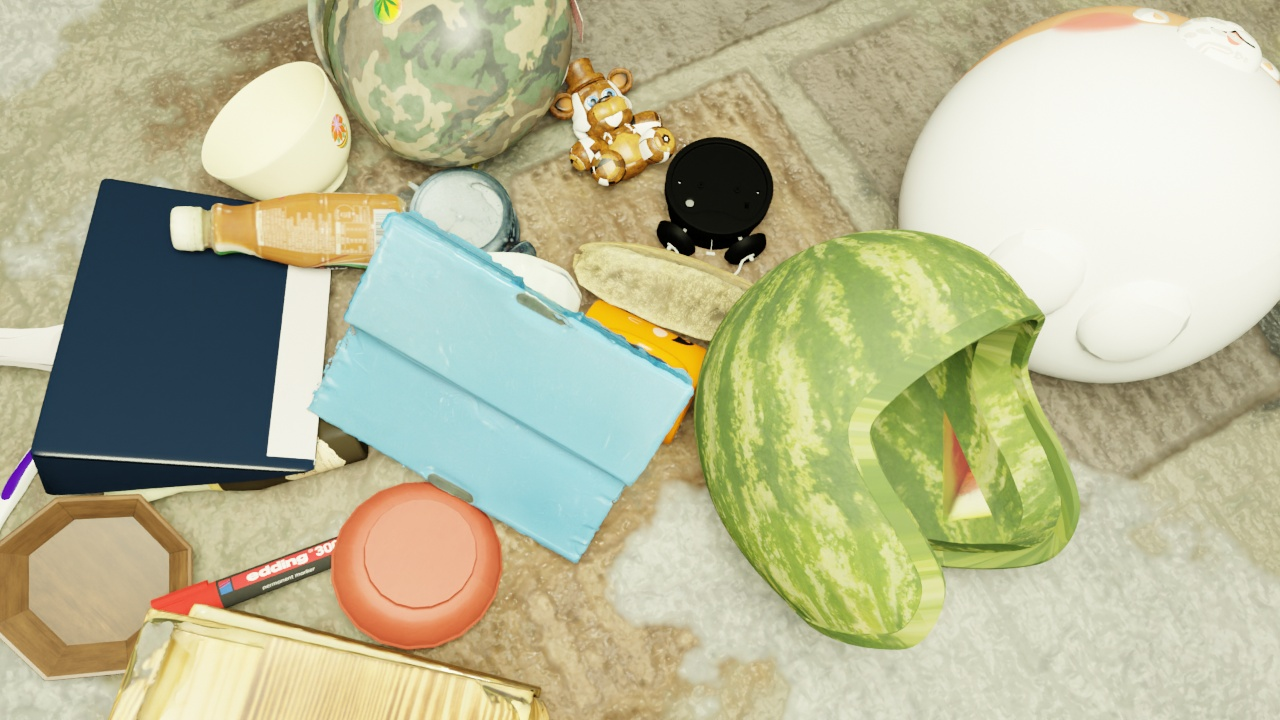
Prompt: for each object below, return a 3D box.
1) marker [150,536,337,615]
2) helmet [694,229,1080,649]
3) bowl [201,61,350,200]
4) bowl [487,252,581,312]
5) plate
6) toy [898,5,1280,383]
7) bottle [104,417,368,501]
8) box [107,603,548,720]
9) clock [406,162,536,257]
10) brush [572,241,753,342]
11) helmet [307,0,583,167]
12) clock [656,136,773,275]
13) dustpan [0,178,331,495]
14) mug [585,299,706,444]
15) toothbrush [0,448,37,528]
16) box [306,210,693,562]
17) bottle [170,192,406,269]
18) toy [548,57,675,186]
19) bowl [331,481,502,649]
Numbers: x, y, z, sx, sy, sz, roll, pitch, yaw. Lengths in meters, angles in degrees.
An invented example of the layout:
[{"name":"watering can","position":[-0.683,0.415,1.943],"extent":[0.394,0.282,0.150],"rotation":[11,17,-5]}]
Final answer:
[{"name":"marker","position":[-0.267,0.153,0.653],"extent":[0.144,0.021,0.023],"rotation":[-19,96,-20]},{"name":"helmet","position":[0.148,0.040,0.611],"extent":[0.212,0.244,0.247],"rotation":[-13,98,-37]},{"name":"bowl","position":[-0.277,-0.169,0.737],"extent":[0.118,0.074,0.117],"rotation":[-13,56,19]},{"name":"bowl","position":[-0.102,-0.024,0.680],"extent":[0.117,0.118,0.061],"rotation":[-1,62,-3]},{"name":"plate","position":[-0.379,0.155,0.641],"extent":[0.131,0.025,0.131],"rotation":[0,89,-18]},{"name":"toy","position":[0.332,-0.129,0.666],"extent":[0.263,0.266,0.279],"rotation":[26,56,3]},{"name":"bottle","position":[-0.299,0.077,0.677],"extent":[0.184,0.045,0.045],"rotation":[-16,74,-8]},{"name":"box","position":[-0.190,0.305,0.524],"extent":[0.258,0.221,0.278],"rotation":[14,70,0]},{"name":"clock","position":[-0.137,-0.097,0.741],"extent":[0.090,0.052,0.129],"rotation":[-22,79,-10]},{"name":"brush","position":[0.039,-0.049,0.725],"extent":[0.195,0.043,0.059],"rotation":[20,105,0]},{"name":"helmet","position":[-0.146,-0.274,0.714],"extent":[0.225,0.192,0.236],"rotation":[-44,58,14]},{"name":"clock","position":[0.061,-0.125,0.762],"extent":[0.091,0.043,0.120],"rotation":[7,72,-1]},{"name":"dustpan","position":[-0.380,-0.016,0.681],"extent":[0.272,0.080,0.235],"rotation":[7,56,-22]},{"name":"mug","position":[-0.004,0.004,0.681],"extent":[0.096,0.113,0.077],"rotation":[25,75,5]},{"name":"toothbrush","position":[-0.480,0.141,0.664],"extent":[0.016,0.015,0.186],"rotation":[17,72,8]},{"name":"box","position":[-0.102,0.026,0.635],"extent":[0.231,0.033,0.175],"rotation":[29,110,-3]},{"name":"bottle","position":[-0.265,-0.100,0.702],"extent":[0.167,0.059,0.059],"rotation":[-2,71,-20]},{"name":"toy","position":[-0.028,-0.202,0.773],"extent":[0.087,0.067,0.112],"rotation":[-27,88,-11]},{"name":"bowl","position":[-0.158,0.140,0.655],"extent":[0.122,0.035,0.121],"rotation":[6,64,-14]}]
